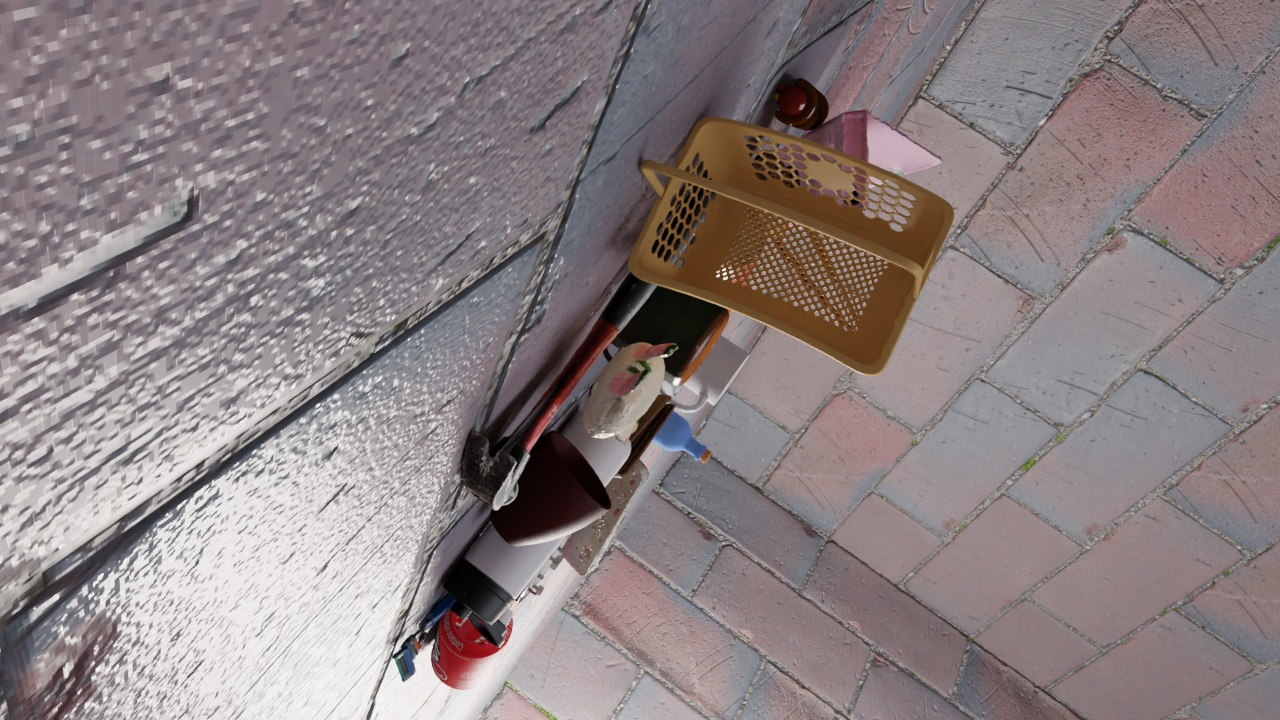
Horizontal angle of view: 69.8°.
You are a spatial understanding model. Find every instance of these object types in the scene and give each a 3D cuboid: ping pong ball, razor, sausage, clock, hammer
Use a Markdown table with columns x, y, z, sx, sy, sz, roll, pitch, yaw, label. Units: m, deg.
| x | y | z | sx | sy | sz | roll | pitch | yaw | label |
| --- | --- | --- | --- | --- | --- | --- | --- | --- | --- |
| 0.026 | 0.046 | 1.294 | 0.040 | 0.040 | 0.040 | -53 | 172 | -11 | ping pong ball |
| -0.193 | 0.244 | 0.891 | 0.140 | 0.018 | 0.044 | -51 | 148 | -43 | razor |
| 0.151 | -0.236 | 0.853 | 0.040 | 0.040 | 0.155 | -57 | 173 | 18 | sausage |
| -0.135 | 0.244 | 1.085 | 0.110 | 0.062 | 0.156 | -59 | 171 | 31 | clock |
| -0.025 | -0.029 | 0.697 | 0.325 | 0.036 | 0.140 | -54 | 174 | -11 | hammer |

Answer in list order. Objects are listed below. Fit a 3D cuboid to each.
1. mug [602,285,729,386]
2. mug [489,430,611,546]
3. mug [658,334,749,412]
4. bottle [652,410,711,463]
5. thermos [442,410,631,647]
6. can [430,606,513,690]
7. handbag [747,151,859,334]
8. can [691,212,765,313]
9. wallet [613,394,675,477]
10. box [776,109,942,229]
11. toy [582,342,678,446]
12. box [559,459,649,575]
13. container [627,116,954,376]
| x | y | z | sx | sy | sz | roll | pitch | yaw | label |
| --- | --- | --- | --- | --- | --- | --- | --- | --- | --- |
| 0.017 | -0.022 | 0.789 | 0.110 | 0.081 | 0.085 | -49 | 170 | -38 | mug |
| -0.089 | 0.118 | 0.822 | 0.088 | 0.087 | 0.114 | -38 | -158 | 6 | mug |
| 0.071 | 0.012 | 1.215 | 0.119 | 0.096 | 0.083 | -52 | 172 | -21 | mug |
| 0.034 | 0.088 | 1.184 | 0.048 | 0.131 | 0.048 | -53 | 172 | -11 | bottle |
| -0.095 | 0.162 | 0.897 | 0.229 | 0.068 | 0.101 | -51 | 140 | -19 | thermos |
| -0.184 | 0.303 | 0.990 | 0.074 | 0.074 | 0.143 | -49 | 170 | -38 | can |
| 0.160 | -0.110 | 0.872 | 0.043 | 0.195 | 0.093 | -31 | 171 | -10 | handbag |
| 0.079 | -0.095 | 0.912 | 0.066 | 0.067 | 0.125 | -52 | 172 | -22 | can |
| -0.027 | 0.081 | 1.004 | 0.099 | 0.027 | 0.120 | -4 | -142 | 44 | wallet |
| 0.209 | -0.182 | 0.908 | 0.232 | 0.107 | 0.099 | -153 | -116 | -84 | box |
| -0.011 | 0.025 | 0.694 | 0.087 | 0.050 | 0.113 | -54 | 180 | -34 | toy |
| -0.045 | 0.159 | 1.150 | 0.114 | 0.095 | 0.218 | -51 | 173 | -51 | box |
| 0.098 | -0.080 | 0.606 | 0.129 | 0.183 | 0.167 | -65 | 163 | -1 | container |
